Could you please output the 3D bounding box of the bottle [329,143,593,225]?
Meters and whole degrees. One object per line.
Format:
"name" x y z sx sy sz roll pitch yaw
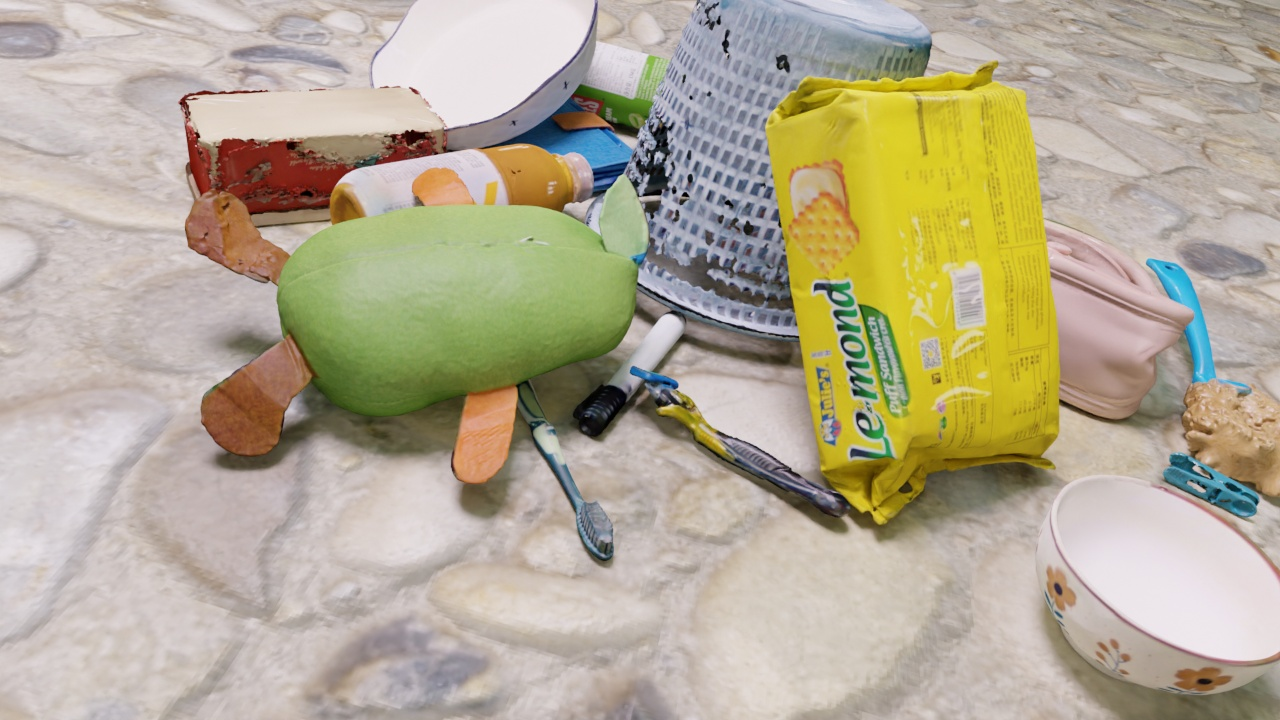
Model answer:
"bottle" -0.115 -0.111 0.632 0.189 0.068 0.068 -22 49 -38

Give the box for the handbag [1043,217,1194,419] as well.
"handbag" 0.314 -0.064 0.706 0.193 0.094 0.233 31 32 21

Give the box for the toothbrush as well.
"toothbrush" -0.054 0.034 0.501 0.016 0.018 0.191 -8 41 -26

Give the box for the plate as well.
"plate" -0.126 -0.254 0.767 0.205 0.045 0.204 -10 55 14

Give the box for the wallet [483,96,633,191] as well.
"wallet" -0.074 -0.182 0.769 0.106 0.040 0.133 -17 47 -29

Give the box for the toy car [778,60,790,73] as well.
"toy car" 0.126 -0.198 0.793 0.036 0.054 0.120 -16 89 -34

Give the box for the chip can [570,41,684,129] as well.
"chip can" -0.015 -0.253 0.851 0.236 0.072 0.072 15 36 2

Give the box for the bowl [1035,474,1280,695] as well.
"bowl" 0.244 0.117 0.447 0.113 0.062 0.113 8 35 -6

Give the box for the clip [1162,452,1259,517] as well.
"clip" 0.358 0.078 0.575 0.056 0.014 0.041 31 40 22

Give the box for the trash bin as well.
"trash bin" 0.091 -0.154 0.631 0.226 0.195 0.226 12 32 -8

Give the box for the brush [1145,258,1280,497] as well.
"brush" 0.412 -0.003 0.665 0.083 0.046 0.253 11 42 3

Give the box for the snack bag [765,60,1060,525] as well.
"snack bag" 0.163 -0.045 0.515 0.157 0.246 0.068 -10 2 -28

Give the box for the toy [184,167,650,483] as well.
"toy" -0.111 -0.031 0.499 0.246 0.090 0.226 -7 58 -16

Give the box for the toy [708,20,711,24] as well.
"toy" 0.171 -0.334 0.983 0.138 0.092 0.355 35 24 8

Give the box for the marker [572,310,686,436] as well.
"marker" -0.003 0.003 0.557 0.022 0.018 0.130 37 40 1

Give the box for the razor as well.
"razor" 0.054 0.048 0.514 0.143 0.022 0.042 33 8 23

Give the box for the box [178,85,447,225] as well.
"box" -0.226 -0.153 0.644 0.168 0.080 0.091 -12 43 -29
